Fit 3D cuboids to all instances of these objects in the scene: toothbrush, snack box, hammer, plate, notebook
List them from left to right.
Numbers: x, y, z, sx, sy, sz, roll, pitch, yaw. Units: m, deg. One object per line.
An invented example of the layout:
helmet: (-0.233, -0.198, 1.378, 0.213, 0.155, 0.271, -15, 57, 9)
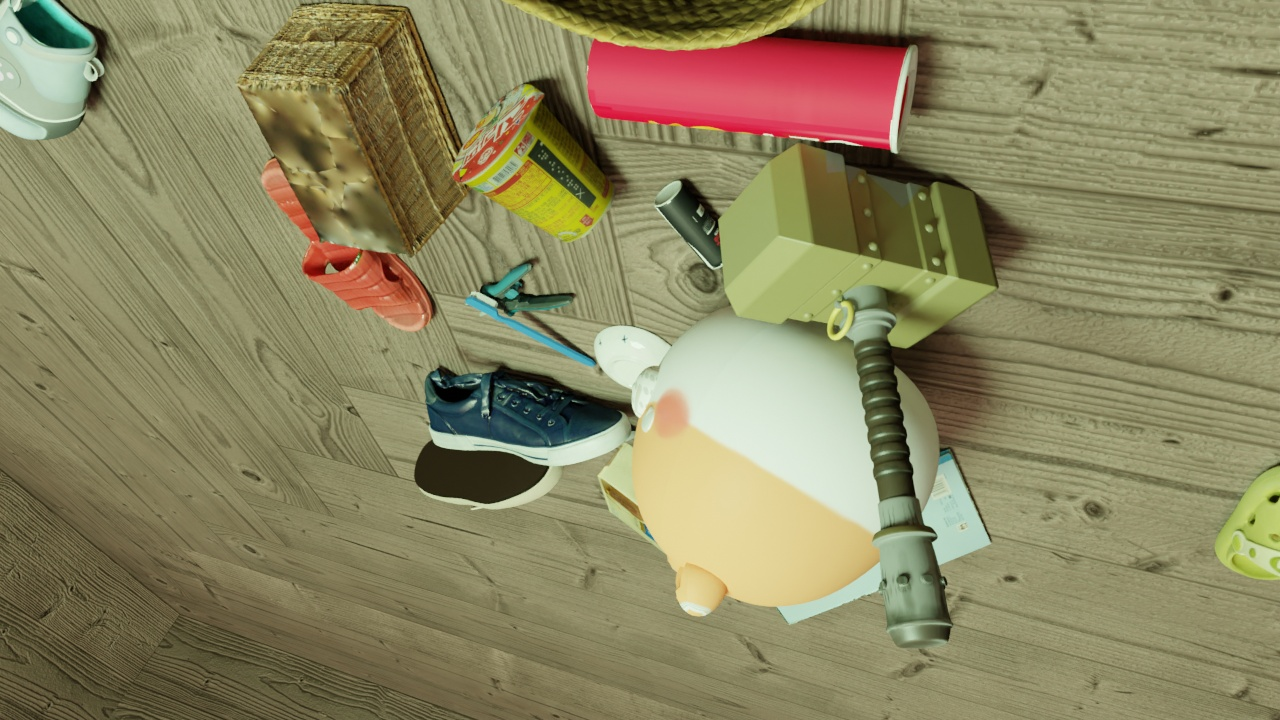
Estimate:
toothbrush: (-0.118, -0.033, 1.012, 0.166, 0.014, 0.016, 28, 154, -27)
plate: (-0.006, 0.006, 1.001, 0.104, 0.026, 0.104, 16, 145, 12)
snack box: (0.029, 0.189, 1.120, 0.153, 0.055, 0.207, 36, 165, 15)
notebook: (0.246, 0.203, 1.014, 0.254, 0.009, 0.181, -26, 129, 12)
hammer: (0.166, 0.028, 0.629, 0.190, 0.324, 0.101, 9, 151, -22)

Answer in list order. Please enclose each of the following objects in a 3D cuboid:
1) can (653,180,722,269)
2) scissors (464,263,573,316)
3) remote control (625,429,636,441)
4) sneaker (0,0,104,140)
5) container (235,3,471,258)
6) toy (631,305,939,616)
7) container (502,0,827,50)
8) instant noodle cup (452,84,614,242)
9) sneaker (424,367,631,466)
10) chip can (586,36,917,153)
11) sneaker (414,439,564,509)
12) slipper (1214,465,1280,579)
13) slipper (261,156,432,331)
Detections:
can: (0.048, -0.117, 0.797, 0.032, 0.031, 0.080, -16, 129, 44)
scissors: (-0.132, -0.070, 0.983, 0.119, 0.019, 0.152, 22, 151, -1)
remote control: (-0.058, 0.109, 1.167, 0.045, 0.008, 0.147, 2, 161, -36)
sneaker: (-0.651, -0.343, 0.887, 0.256, 0.092, 0.161, 40, 134, -20)
container: (-0.243, -0.196, 0.800, 0.114, 0.112, 0.199, 10, 142, 21)
toy: (0.111, 0.084, 0.807, 0.265, 0.281, 0.263, 32, -178, -3)
container: (0.009, -0.322, 0.404, 0.307, 0.196, 0.308, 18, 144, 13)
instant noodle cup: (-0.086, -0.158, 0.779, 0.101, 0.100, 0.112, -15, 139, 43)
sneaker: (-0.149, 0.050, 1.102, 0.295, 0.120, 0.127, 5, 119, 30)
chip can: (0.075, -0.194, 0.645, 0.221, 0.069, 0.069, 12, 144, 19)
sneaker: (-0.186, 0.161, 1.258, 0.295, 0.111, 0.116, -12, 151, 44)
slipper: (0.572, 0.159, 0.806, 0.092, 0.081, 0.191, 17, 148, 15)
slipper: (-0.331, -0.112, 1.015, 0.104, 0.059, 0.249, -6, 134, 37)
